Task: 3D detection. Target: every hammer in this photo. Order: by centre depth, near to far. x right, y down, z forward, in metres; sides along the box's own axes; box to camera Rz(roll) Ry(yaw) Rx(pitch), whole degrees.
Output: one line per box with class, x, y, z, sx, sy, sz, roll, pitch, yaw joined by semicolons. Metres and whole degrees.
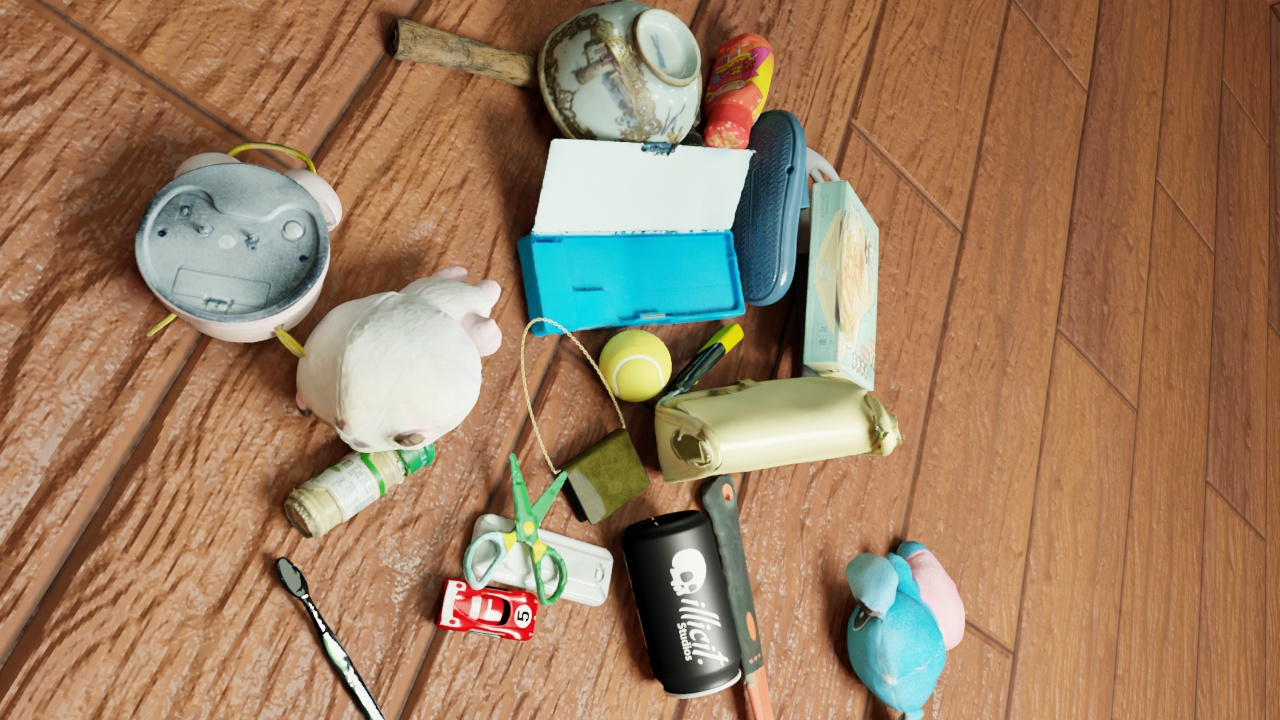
hammer;-0.077;-0.273;0.863;0.329;0.033;0.120;2;74;-38
hammer;0.104;0.273;0.864;0.132;0.033;0.333;0;76;-50
hammer;0.187;-0.095;1.027;0.124;0.030;0.310;7;76;-37

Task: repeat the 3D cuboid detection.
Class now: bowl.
bowl;-0.002;-0.262;0.834;0.159;0.094;0.159;12;70;-34

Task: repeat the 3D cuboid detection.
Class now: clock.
clock;-0.269;-0.085;0.626;0.116;0.059;0.157;8;68;-12

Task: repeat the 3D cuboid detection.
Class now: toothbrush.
toothbrush;-0.210;0.219;0.652;0.014;0.017;0.188;-34;104;-34

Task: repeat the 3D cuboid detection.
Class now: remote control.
remote control;-0.079;0.166;0.758;0.133;0.022;0.050;24;65;-32

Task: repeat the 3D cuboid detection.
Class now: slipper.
slipper;0.139;-0.161;0.959;0.059;0.104;0.213;10;77;-37

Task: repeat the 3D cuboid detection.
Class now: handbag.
handbag;-0.057;0.048;0.791;0.083;0.027;0.178;-32;106;-31
handbag;0.117;0.059;0.848;0.232;0.191;0.088;-5;88;-21

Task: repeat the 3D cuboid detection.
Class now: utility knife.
utility knife;0.058;0.004;0.873;0.020;0.029;0.174;58;35;-6

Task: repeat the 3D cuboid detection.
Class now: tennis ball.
tennis ball;-0.005;0.005;0.827;0.065;0.065;0.065;10;73;-36

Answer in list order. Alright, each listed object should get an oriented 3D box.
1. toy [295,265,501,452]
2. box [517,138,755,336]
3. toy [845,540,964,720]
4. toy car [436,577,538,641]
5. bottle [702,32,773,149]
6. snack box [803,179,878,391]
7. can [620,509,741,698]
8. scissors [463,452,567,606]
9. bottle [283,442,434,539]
toy;-0.168;-0.012;0.671;0.179;0.139;0.102;-56;149;-45
box;0.000;-0.116;0.861;0.243;0.060;0.176;-7;105;-39
toy;0.288;0.297;0.979;0.190;0.099;0.224;-25;103;-50
toy car;-0.118;0.196;0.719;0.089;0.025;0.038;21;67;-33
bottle;0.101;-0.281;0.973;0.048;0.072;0.134;36;57;-39
snack box;0.216;-0.074;0.978;0.141;0.044;0.193;26;66;-59
can;0.036;0.210;0.802;0.080;0.080;0.146;-12;87;-39
scissors;-0.098;0.136;0.728;0.122;0.012;0.127;-9;84;-40
bottle;-0.203;0.086;0.669;0.109;0.043;0.042;-37;102;-36
